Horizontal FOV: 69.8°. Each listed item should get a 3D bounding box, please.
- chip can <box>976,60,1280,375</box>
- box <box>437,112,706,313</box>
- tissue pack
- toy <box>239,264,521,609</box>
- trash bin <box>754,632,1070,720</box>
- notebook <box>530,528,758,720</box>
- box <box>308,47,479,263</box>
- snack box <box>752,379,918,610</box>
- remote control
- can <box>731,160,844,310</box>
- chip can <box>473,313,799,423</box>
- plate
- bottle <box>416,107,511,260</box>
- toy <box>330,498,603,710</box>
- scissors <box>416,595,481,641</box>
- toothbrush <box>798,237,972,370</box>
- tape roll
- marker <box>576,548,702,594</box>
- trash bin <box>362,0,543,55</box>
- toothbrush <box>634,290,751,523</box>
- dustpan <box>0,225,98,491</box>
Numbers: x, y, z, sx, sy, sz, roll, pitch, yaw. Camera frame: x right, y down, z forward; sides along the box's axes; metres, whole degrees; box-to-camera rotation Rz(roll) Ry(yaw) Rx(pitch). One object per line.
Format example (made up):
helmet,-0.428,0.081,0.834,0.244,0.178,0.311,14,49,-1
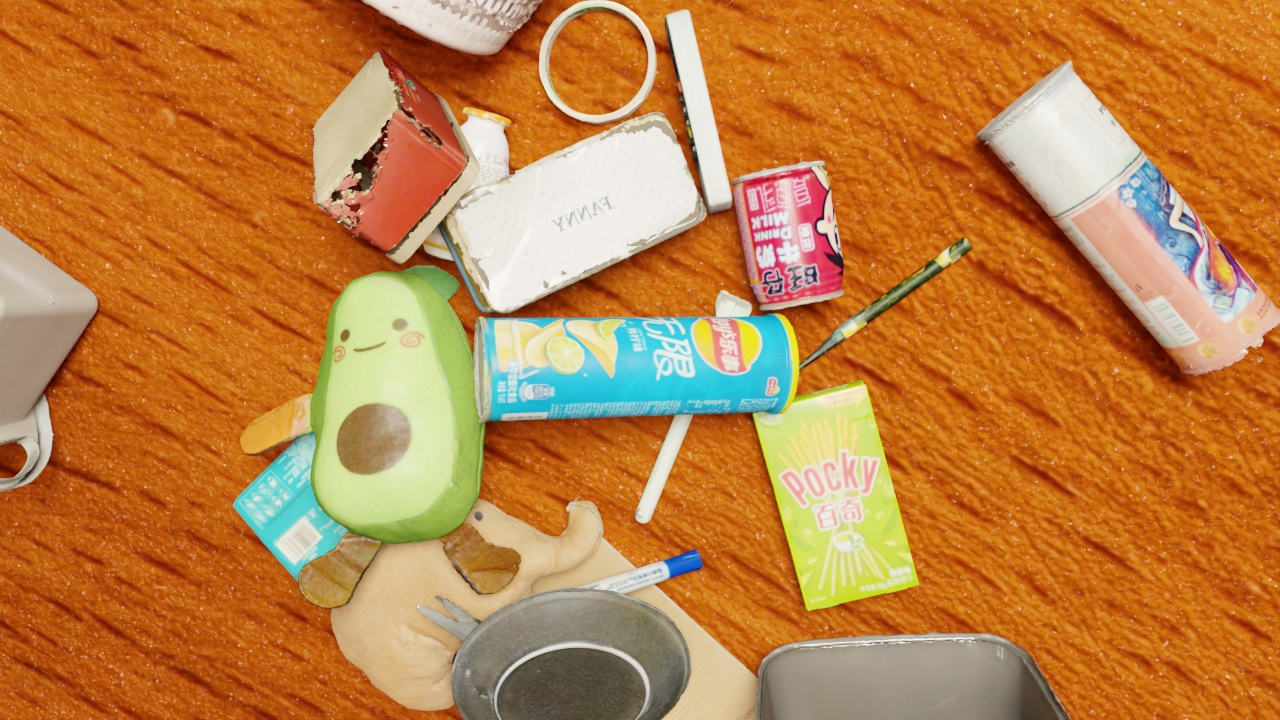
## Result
chip can,0.321,-0.091,0.606,0.071,0.071,0.214,-41,91,11
box,-0.052,-0.097,0.629,0.184,0.061,0.090,-24,102,-11
tissue pack,-0.244,0.102,0.721,0.133,0.050,0.093,-43,88,10
toy,-0.171,0.048,0.648,0.227,0.090,0.246,-7,80,-2
trash bin,0.187,0.333,0.626,0.199,0.198,0.220,-5,102,8
notebook,-0.019,0.246,0.729,0.211,0.012,0.150,42,101,2
box,-0.176,-0.145,0.613,0.091,0.168,0.080,-46,125,10
snack box,0.143,0.100,0.679,0.086,0.026,0.156,-15,95,9
remote control,0.040,-0.171,0.642,0.019,0.056,0.135,-13,96,3
can,0.104,-0.086,0.639,0.066,0.066,0.094,-10,96,9
chip can,-0.004,0.004,0.618,0.210,0.071,0.071,-1,98,-15
plate,-0.050,0.241,0.675,0.179,0.024,0.180,-3,122,-5
bottle,-0.123,-0.126,0.667,0.063,0.063,0.108,16,99,5
toy,-0.137,0.167,0.700,0.226,0.082,0.143,-40,101,12
scissors,-0.089,0.216,0.680,0.146,0.014,0.172,-5,124,-8
toothbrush,0.158,-0.032,0.667,0.186,0.012,0.017,-36,80,11
tape roll,-0.031,-0.216,0.668,0.086,0.014,0.086,1,98,8
marker,-0.023,0.170,0.685,0.145,0.017,0.017,-14,96,-17
trash bin,-0.111,-0.315,0.579,0.227,0.227,0.192,37,113,2
toothbrush,0.035,0.039,0.690,0.029,0.020,0.190,28,102,28
dustpan,-0.525,-0.033,0.662,0.257,0.223,0.142,35,88,-9
